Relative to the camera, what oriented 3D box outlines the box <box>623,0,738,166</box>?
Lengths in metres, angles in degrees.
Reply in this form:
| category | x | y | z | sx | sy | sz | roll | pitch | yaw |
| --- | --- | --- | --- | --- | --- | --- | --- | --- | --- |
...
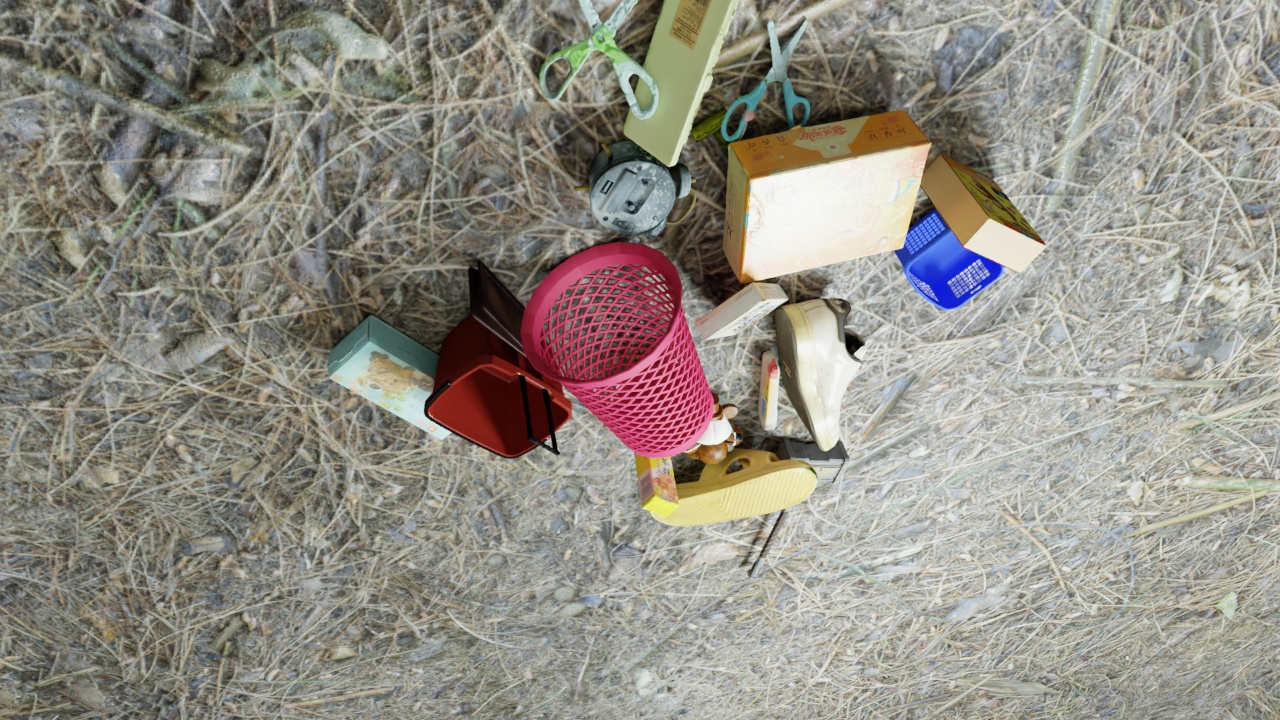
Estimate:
| category | x | y | z | sx | sy | sz | roll | pitch | yaw |
| --- | --- | --- | --- | --- | --- | --- | --- | --- | --- |
| box | 0.038 | -0.287 | 0.862 | 0.077 | 0.089 | 0.188 | 19 | 132 | -3 |

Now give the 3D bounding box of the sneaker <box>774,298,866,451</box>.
| category | x | y | z | sx | sy | sz | roll | pitch | yaw |
| --- | --- | --- | --- | --- | --- | --- | --- | --- | --- |
| sneaker | 0.241 | 0.011 | 1.177 | 0.102 | 0.089 | 0.242 | -23 | 131 | -4 |

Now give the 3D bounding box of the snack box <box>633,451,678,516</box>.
| category | x | y | z | sx | sy | sz | roll | pitch | yaw |
| --- | --- | --- | --- | --- | --- | --- | --- | --- | --- |
| snack box | 0.016 | 0.131 | 1.188 | 0.040 | 0.147 | 0.029 | 24 | 127 | -30 |

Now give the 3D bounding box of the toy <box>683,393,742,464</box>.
| category | x | y | z | sx | sy | sz | roll | pitch | yaw |
| --- | --- | --- | --- | --- | --- | --- | --- | --- | --- |
| toy | 0.094 | 0.093 | 1.234 | 0.087 | 0.067 | 0.113 | -10 | 125 | -3 |

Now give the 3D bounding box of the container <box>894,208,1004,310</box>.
| category | x | y | z | sx | sy | sz | roll | pitch | yaw |
| --- | --- | --- | --- | --- | --- | --- | --- | --- | --- |
| container | 0.361 | -0.124 | 1.084 | 0.096 | 0.058 | 0.114 | -40 | 129 | 24 |

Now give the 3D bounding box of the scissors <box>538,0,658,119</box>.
| category | x | y | z | sx | sy | sz | roll | pitch | yaw |
| --- | --- | --- | --- | --- | --- | --- | --- | --- | --- |
| scissors | -0.030 | -0.292 | 0.837 | 0.168 | 0.023 | 0.172 | 41 | 133 | -12 |

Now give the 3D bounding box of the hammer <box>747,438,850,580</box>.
| category | x | y | z | sx | sy | sz | roll | pitch | yaw |
| --- | --- | --- | --- | --- | --- | --- | --- | --- | --- |
| hammer | 0.218 | 0.244 | 1.414 | 0.098 | 0.044 | 0.323 | 3 | 132 | -15 |

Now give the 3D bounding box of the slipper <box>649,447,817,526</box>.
| category | x | y | z | sx | sy | sz | roll | pitch | yaw |
| --- | --- | --- | --- | --- | --- | --- | --- | --- | --- |
| slipper | 0.131 | 0.174 | 1.309 | 0.264 | 0.078 | 0.099 | -19 | 134 | 30 |

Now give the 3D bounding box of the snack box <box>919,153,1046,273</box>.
| category | x | y | z | sx | sy | sz | roll | pitch | yaw |
| --- | --- | --- | --- | --- | --- | --- | --- | --- | --- |
| snack box | 0.371 | -0.162 | 1.002 | 0.088 | 0.125 | 0.040 | 17 | 127 | -27 |

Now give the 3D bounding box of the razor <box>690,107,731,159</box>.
| category | x | y | z | sx | sy | sz | roll | pitch | yaw |
| --- | --- | --- | --- | --- | --- | --- | --- | --- | --- |
| razor | 0.095 | -0.216 | 0.963 | 0.042 | 0.026 | 0.106 | -31 | 136 | 14 |

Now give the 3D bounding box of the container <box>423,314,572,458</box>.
| category | x | y | z | sx | sy | sz | roll | pitch | yaw |
| --- | --- | --- | --- | --- | --- | --- | --- | --- | --- |
| container | -0.156 | 0.051 | 1.032 | 0.127 | 0.200 | 0.148 | -36 | 130 | 25 |

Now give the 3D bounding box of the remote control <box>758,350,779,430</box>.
| category | x | y | z | sx | sy | sz | roll | pitch | yaw |
| --- | --- | --- | --- | --- | --- | --- | --- | --- | --- |
| remote control | 0.170 | 0.041 | 1.214 | 0.018 | 0.038 | 0.126 | -10 | 135 | -5 |

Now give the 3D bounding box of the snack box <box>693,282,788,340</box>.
| category | x | y | z | sx | sy | sz | roll | pitch | yaw |
| --- | --- | --- | --- | --- | --- | --- | --- | --- | --- |
| snack box | 0.119 | -0.057 | 1.053 | 0.082 | 0.026 | 0.149 | -34 | 173 | 17 |

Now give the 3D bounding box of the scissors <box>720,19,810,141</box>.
| category | x | y | z | sx | sy | sz | roll | pitch | yaw |
| --- | --- | --- | --- | --- | --- | --- | --- | --- | --- |
| scissors | 0.140 | -0.270 | 0.916 | 0.125 | 0.015 | 0.136 | 14 | 121 | -41 |

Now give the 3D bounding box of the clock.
| category | x | y | z | sx | sy | sz | roll | pitch | yaw |
| --- | --- | --- | --- | --- | --- | --- | --- | --- | --- |
| clock | 0.001 | -0.176 | 0.957 | 0.129 | 0.052 | 0.090 | 20 | 126 | -27 |

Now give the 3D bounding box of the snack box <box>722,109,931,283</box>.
| category | x | y | z | sx | sy | sz | roll | pitch | yaw |
| --- | --- | --- | --- | --- | --- | --- | --- | --- | --- |
| snack box | 0.188 | -0.178 | 0.972 | 0.195 | 0.080 | 0.145 | -13 | 140 | -9 |

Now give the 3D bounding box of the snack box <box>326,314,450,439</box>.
| category | x | y | z | sx | sy | sz | roll | pitch | yaw |
| --- | --- | --- | --- | --- | --- | --- | --- | --- | --- |
| snack box | -0.275 | 0.023 | 1.087 | 0.075 | 0.053 | 0.174 | -36 | 129 | 22 |

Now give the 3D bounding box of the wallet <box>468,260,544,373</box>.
| category | x | y | z | sx | sy | sz | roll | pitch | yaw |
| --- | --- | --- | --- | --- | --- | --- | --- | --- | --- |
| wallet | -0.145 | -0.048 | 1.020 | 0.018 | 0.091 | 0.115 | -32 | 131 | 16 |

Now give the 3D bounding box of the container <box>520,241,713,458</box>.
| category | x | y | z | sx | sy | sz | roll | pitch | yaw |
| --- | --- | --- | --- | --- | --- | --- | --- | --- | --- |
| container | -0.007 | 0.006 | 1.060 | 0.183 | 0.183 | 0.226 | -22 | 141 | 8 |
